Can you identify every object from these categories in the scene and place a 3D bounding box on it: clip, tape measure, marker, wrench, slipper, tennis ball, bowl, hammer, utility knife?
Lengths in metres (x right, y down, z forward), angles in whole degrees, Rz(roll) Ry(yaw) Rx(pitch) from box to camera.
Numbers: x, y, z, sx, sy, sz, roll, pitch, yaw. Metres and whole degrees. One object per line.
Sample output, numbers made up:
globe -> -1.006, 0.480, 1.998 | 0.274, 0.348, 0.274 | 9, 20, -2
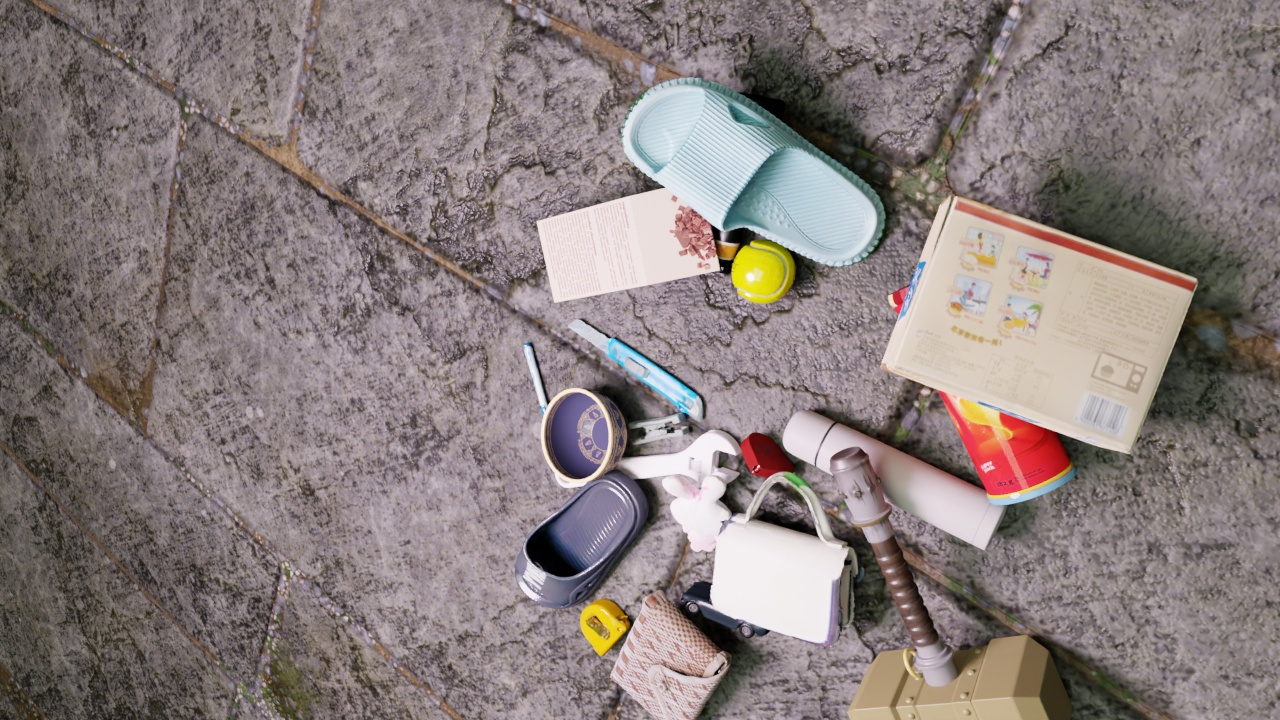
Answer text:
clip -> 0.020, 0.080, 1.080 | 0.076, 0.023, 0.043 | -14, 92, 32
tape measure -> 0.136, 0.105, 0.997 | 0.019, 0.059, 0.051 | -49, 45, 31
marker -> -0.127, 0.046, 1.172 | 0.013, 0.013, 0.142 | -14, 94, 34
wrench -> 0.002, 0.128, 1.107 | 0.274, 0.018, 0.066 | -11, 96, 35
slipper -> 0.111, -0.175, 0.874 | 0.276, 0.069, 0.116 | 29, 107, -4
tennis ball -> 0.126, -0.091, 0.942 | 0.065, 0.065, 0.065 | 9, 106, 31
slipper -> -0.089, 0.241, 1.150 | 0.110, 0.083, 0.269 | 49, 126, 11
bowl -> -0.058, 0.089, 1.104 | 0.113, 0.061, 0.112 | -1, 88, 38
hammer -> 0.262, 0.235, 0.890 | 0.191, 0.100, 0.325 | -20, 97, 35
utility knife -> -0.006, 0.006, 1.084 | 0.207, 0.015, 0.031 | 34, 113, 23
tape measure -> -0.049, 0.339, 1.184 | 0.059, 0.030, 0.068 | 44, 120, 14

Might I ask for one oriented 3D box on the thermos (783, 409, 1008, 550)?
thermos -> 0.249, 0.114, 0.922 | 0.224, 0.052, 0.052 | 26, 114, 25

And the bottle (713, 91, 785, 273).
bottle -> 0.100, -0.178, 0.942 | 0.059, 0.059, 0.182 | 21, 112, 27

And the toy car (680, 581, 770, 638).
toy car -> 0.102, 0.286, 1.063 | 0.112, 0.046, 0.034 | 16, 111, 27

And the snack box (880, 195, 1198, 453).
snack box -> 0.326, -0.030, 0.766 | 0.207, 0.055, 0.153 | 20, 93, 4

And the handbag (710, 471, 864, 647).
handbag -> 0.160, 0.201, 0.988 | 0.151, 0.073, 0.176 | 9, 107, 31

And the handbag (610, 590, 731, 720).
handbag -> 0.031, 0.374, 1.108 | 0.124, 0.046, 0.186 | 39, 134, 23

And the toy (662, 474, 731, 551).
toy -> 0.069, 0.173, 1.052 | 0.076, 0.037, 0.126 | 4, 132, 21

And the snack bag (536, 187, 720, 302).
snack bag -> -0.008, -0.129, 1.007 | 0.207, 0.069, 0.094 | -7, 98, 39

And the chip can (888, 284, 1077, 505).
chip can -> 0.311, 0.018, 0.839 | 0.087, 0.086, 0.213 | -27, 88, 34
